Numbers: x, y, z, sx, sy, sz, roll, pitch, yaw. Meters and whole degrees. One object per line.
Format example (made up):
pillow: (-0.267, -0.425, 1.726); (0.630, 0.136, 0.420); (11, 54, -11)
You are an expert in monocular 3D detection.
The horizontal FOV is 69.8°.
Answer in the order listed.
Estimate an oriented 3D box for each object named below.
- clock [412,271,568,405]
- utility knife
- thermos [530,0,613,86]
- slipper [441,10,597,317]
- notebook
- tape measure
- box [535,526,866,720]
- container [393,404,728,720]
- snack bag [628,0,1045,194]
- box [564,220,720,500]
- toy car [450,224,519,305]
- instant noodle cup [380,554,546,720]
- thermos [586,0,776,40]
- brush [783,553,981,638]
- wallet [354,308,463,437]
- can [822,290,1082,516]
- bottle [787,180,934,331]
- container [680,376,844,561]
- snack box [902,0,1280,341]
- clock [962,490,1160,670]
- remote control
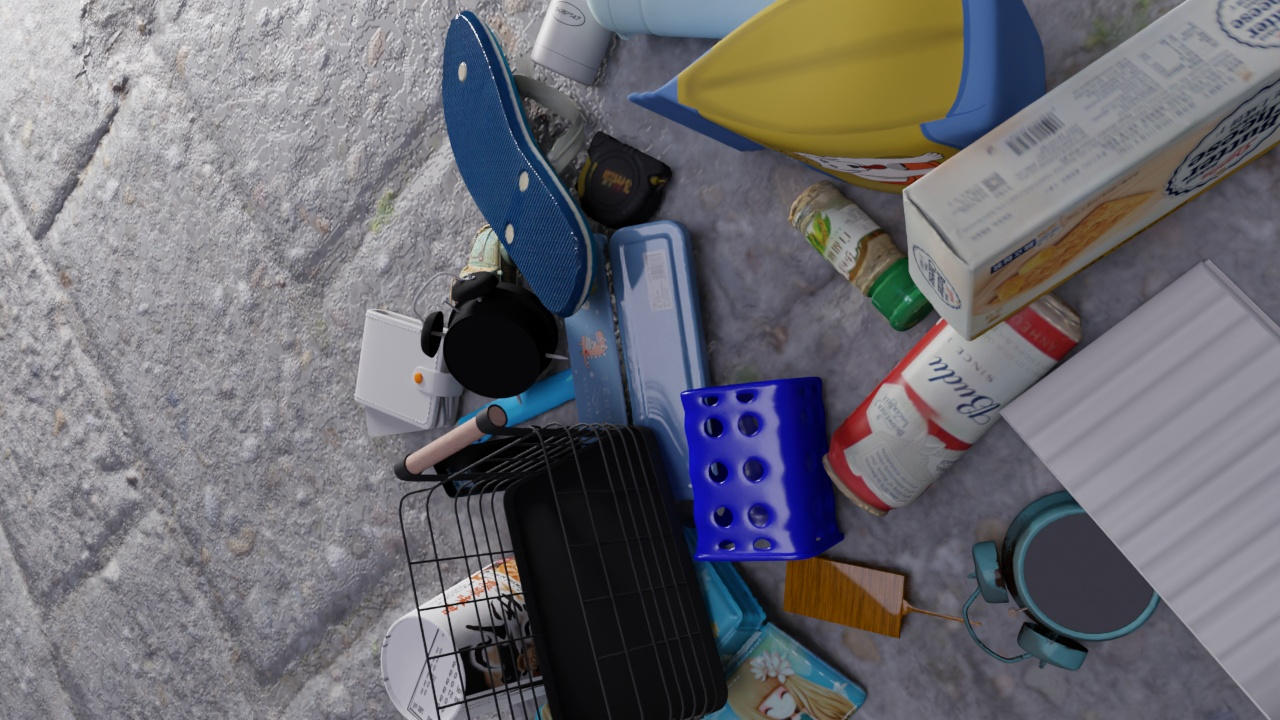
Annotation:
clock: (-0.123, -0.021, 0.726); (0.120, 0.042, 0.091); (39, 119, -15)
utility knife: (-0.094, 0.038, 0.768); (0.175, 0.015, 0.031); (-23, 83, 28)
thermos: (-0.018, -0.321, 0.683); (0.052, 0.052, 0.224); (33, 108, 26)
slipper: (-0.089, -0.155, 0.720); (0.294, 0.060, 0.118); (61, 139, 29)
notebook: (0.323, 0.066, 0.493); (0.142, 0.009, 0.209); (-38, 72, 4)
tape measure: (-0.014, -0.131, 0.700); (0.067, 0.038, 0.063); (30, 99, 23)
box: (0.027, 0.260, 0.679); (0.182, 0.071, 0.227); (44, 112, 23)
container: (-0.064, 0.163, 0.633); (0.163, 0.130, 0.241); (-29, 68, 35)
snack bag: (0.119, -0.154, 0.547); (0.206, 0.158, 0.102); (-1, 89, 32)
box: (-0.008, 0.005, 0.691); (0.128, 0.034, 0.209); (-5, 94, 33)
toy car: (-0.131, -0.060, 0.766); (0.047, 0.047, 0.112); (9, 97, 34)
instant noodle cup: (-0.133, 0.231, 0.738); (0.124, 0.121, 0.123); (1, 93, 31)
thermos: (0.063, -0.250, 0.616); (0.207, 0.078, 0.065); (11, 64, 22)
brush: (0.159, 0.160, 0.619); (0.127, 0.017, 0.048); (6, 95, 31)
wallet: (-0.210, 0.022, 0.825); (0.118, 0.037, 0.115); (16, 100, 33)
can: (0.188, 0.020, 0.567); (0.067, 0.067, 0.170); (48, 114, 20)
bottle: (0.147, -0.070, 0.602); (0.111, 0.043, 0.043); (49, 114, 20)
container: (0.082, 0.071, 0.624); (0.085, 0.084, 0.113); (-8, 87, 30)
snack box: (0.238, -0.101, 0.468); (0.208, 0.104, 0.057); (-33, 64, 5)
clock: (0.248, 0.130, 0.540); (0.124, 0.053, 0.090); (-42, 72, 13)
remote control: (-0.114, 0.089, 0.769); (0.151, 0.022, 0.047); (-13, 108, 30)
